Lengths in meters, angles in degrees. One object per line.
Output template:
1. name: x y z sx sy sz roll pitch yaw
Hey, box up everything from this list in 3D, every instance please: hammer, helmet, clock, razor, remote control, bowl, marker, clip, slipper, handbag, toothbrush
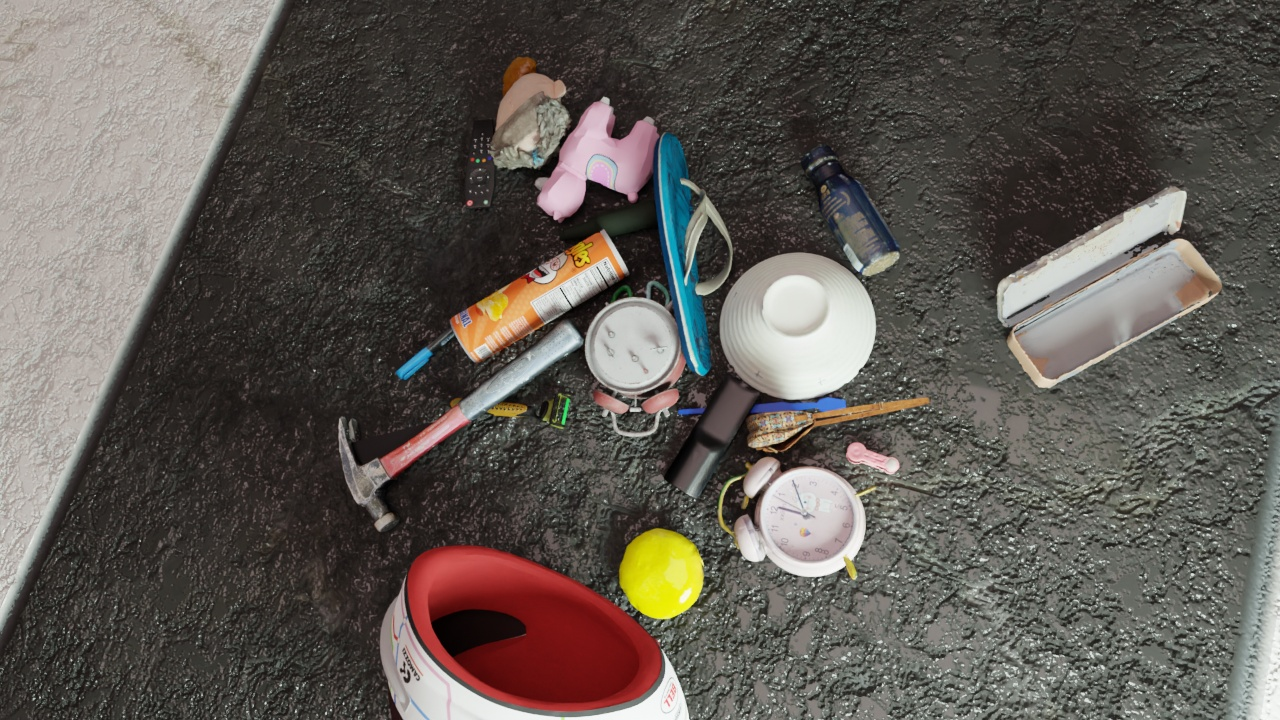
1. hammer: -0.208 0.051 1.061 0.326 0.036 0.140 -36 75 6
2. helmet: -0.109 0.341 0.878 0.314 0.230 0.236 23 115 10
3. clock: -0.006 0.006 1.035 0.110 0.062 0.156 -1 80 11
4. razor: -0.156 0.056 1.078 0.144 0.021 0.044 3 58 11
5. remote control: 0.080 0.084 1.023 0.045 0.021 0.140 31 87 16
6. bowl: 0.173 -0.050 1.022 0.177 0.071 0.177 -3 74 10
7. marker: -0.246 -0.020 1.117 0.123 0.018 0.015 -40 77 -3
8. clip: 0.249 0.104 0.983 0.059 0.039 0.022 19 75 11
9. clock: 0.160 0.163 0.971 0.158 0.059 0.116 12 77 14
10. slipper: 0.063 -0.130 1.042 0.060 0.118 0.294 -12 77 20
11. handbag: 0.210 0.067 0.977 0.196 0.093 0.043 -10 79 2
12. remote control: -0.204 -0.252 1.178 0.039 0.010 0.124 -2 74 10
13. toothbrush: 0.136 0.055 1.034 0.187 0.011 0.016 -4 74 12

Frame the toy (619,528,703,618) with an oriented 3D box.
1. toy: 0.023 0.229 0.987 0.094 0.041 0.095 -13 73 12

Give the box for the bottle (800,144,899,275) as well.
1. bottle: 0.238 -0.174 1.053 0.056 0.056 0.160 -27 72 2

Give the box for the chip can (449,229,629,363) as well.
1. chip can: -0.119 -0.076 1.086 0.210 0.062 0.062 -30 71 1

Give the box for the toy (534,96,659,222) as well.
1. toy: -0.052 -0.234 1.116 0.123 0.067 0.157 27 94 4

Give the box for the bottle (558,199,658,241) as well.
1. bottle: -0.039 -0.166 1.113 0.123 0.033 0.033 -13 73 7

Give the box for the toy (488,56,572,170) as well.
1. toy: -0.139 -0.310 1.153 0.133 0.076 0.175 -31 56 30

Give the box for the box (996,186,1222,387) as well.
1. box: 0.490 -0.076 0.960 0.217 0.094 0.121 -29 75 1

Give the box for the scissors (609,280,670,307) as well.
1. scissors: 0.014 -0.034 1.079 0.078 0.013 0.132 -18 75 3
